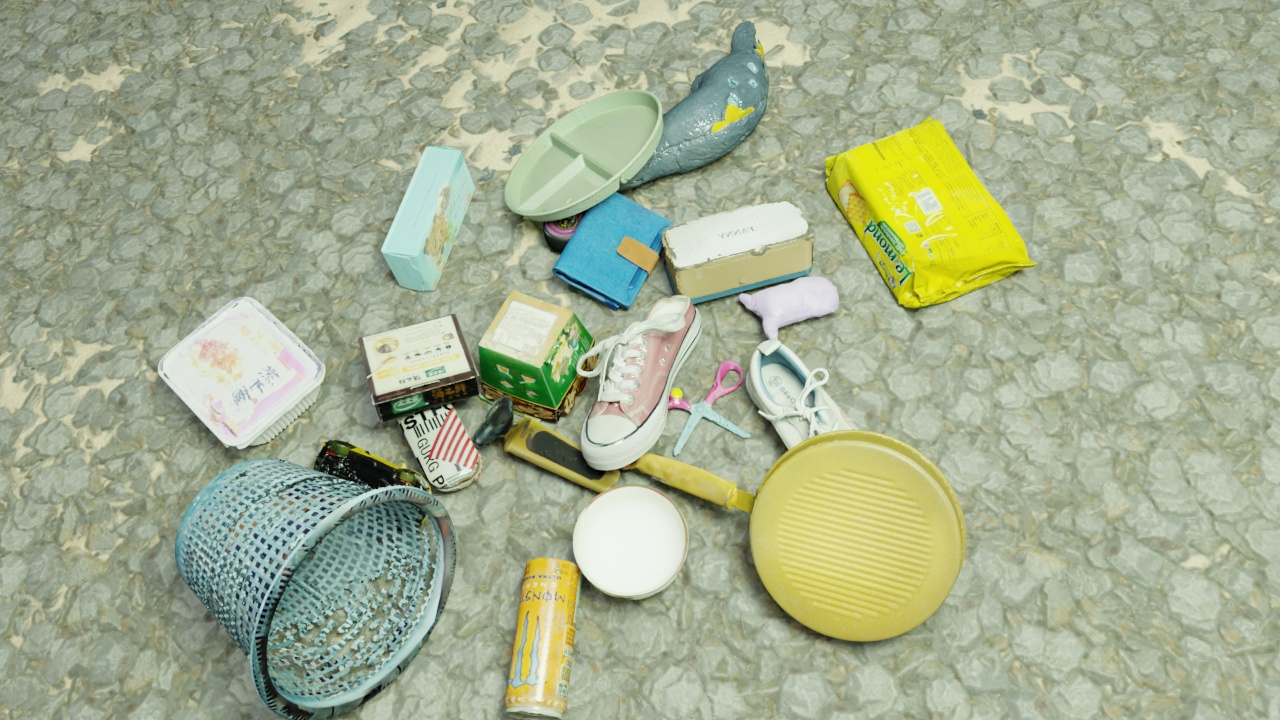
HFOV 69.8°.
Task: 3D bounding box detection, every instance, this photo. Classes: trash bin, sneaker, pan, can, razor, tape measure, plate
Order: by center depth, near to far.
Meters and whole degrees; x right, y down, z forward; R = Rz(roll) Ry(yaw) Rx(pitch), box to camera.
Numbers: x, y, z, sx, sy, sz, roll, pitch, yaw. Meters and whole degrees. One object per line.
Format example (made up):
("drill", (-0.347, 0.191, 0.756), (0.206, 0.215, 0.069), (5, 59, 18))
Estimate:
("trash bin", (-0.324, 0.192, 0.878), (0.195, 0.227, 0.226), (21, 64, 31))
("can", (-0.092, 0.267, 0.882), (0.058, 0.058, 0.145), (2, 60, 7))
("pan", (0.130, 0.144, 0.894), (0.358, 0.078, 0.198), (14, 100, 17))
("sneaker", (0.189, 0.076, 0.942), (0.089, 0.091, 0.242), (-28, 62, -9))
("sneaker", (-0.006, 0.006, 0.982), (0.118, 0.088, 0.240), (2, 47, 34))
("razor", (-0.099, 0.095, 0.983), (0.167, 0.068, 0.062), (26, 66, 12))
("tape measure", (-0.092, -0.162, 1.140), (0.058, 0.039, 0.057), (-4, 63, -3))
("plate", (-0.070, -0.255, 1.147), (0.231, 0.027, 0.229), (-21, 41, 19))

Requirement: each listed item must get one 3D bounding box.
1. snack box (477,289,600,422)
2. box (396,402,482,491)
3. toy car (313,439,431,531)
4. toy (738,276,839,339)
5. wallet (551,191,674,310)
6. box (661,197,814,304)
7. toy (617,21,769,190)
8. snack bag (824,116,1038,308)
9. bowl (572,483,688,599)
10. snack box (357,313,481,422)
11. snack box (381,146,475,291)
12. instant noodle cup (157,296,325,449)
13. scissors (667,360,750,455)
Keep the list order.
("snack box", (-0.119, -0.012, 1.018), (0.117, 0.106, 0.118), (19, 63, 17))
("box", (-0.229, 0.072, 1.009), (0.071, 0.060, 0.164), (-17, 52, -31))
("toy car", (-0.288, 0.136, 0.983), (0.156, 0.041, 0.071), (18, 91, 19))
("toy", (0.178, -0.065, 1.052), (0.108, 0.039, 0.083), (-16, 48, -10))
("wallet", (-0.031, -0.135, 1.104), (0.106, 0.040, 0.132), (28, 69, -1))
("box", (0.107, -0.128, 1.078), (0.184, 0.062, 0.089), (-14, 46, 1))
("toy", (0.085, -0.321, 1.184), (0.138, 0.091, 0.355), (26, 63, 33))
("snack bag", (0.335, -0.179, 1.086), (0.158, 0.068, 0.246), (-20, 61, -5))
("bowl", (-0.007, 0.187, 0.916), (0.113, 0.062, 0.113), (-4, 60, 6))
("snack box", (-0.241, 0.010, 1.003), (0.113, 0.053, 0.125), (-16, 45, -13))
("snack box", (-0.262, -0.179, 1.148), (0.052, 0.074, 0.174), (9, 62, 12))
("instant noodle cup", (-0.453, 0.021, 1.064), (0.173, 0.060, 0.137), (37, 70, 22))
("scissors", (0.065, 0.049, 1.016), (0.133, 0.017, 0.133), (29, 67, 16))
